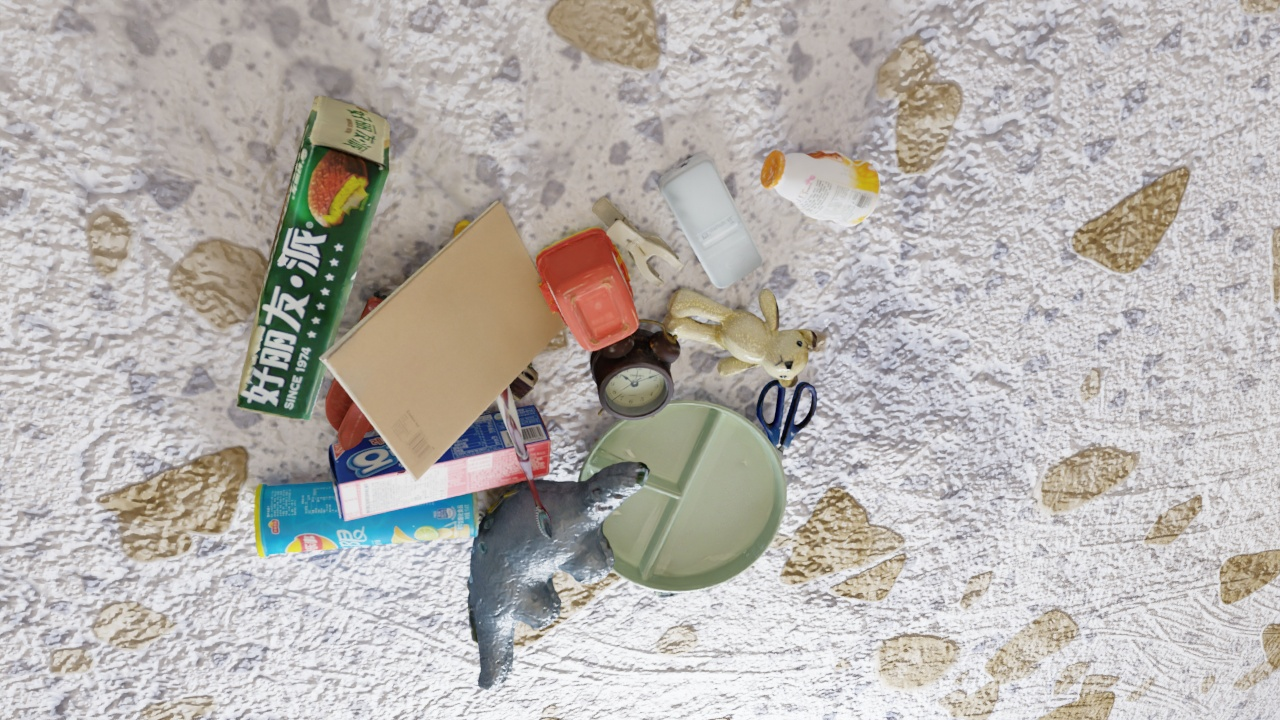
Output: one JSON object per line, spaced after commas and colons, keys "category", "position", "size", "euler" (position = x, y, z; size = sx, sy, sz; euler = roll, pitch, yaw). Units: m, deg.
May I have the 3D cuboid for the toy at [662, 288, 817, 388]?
{"category": "toy", "position": [0.097, -0.025, 0.916], "size": [0.157, 0.066, 0.105], "euler": [20, 110, -9]}

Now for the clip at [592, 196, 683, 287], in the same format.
{"category": "clip", "position": [-0.002, -0.107, 0.845], "size": [0.035, 0.070, 0.100], "euler": [-40, 129, 12]}

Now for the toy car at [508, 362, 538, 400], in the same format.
{"category": "toy car", "position": [-0.139, 0.003, 0.883], "size": [0.042, 0.035, 0.090], "euler": [-42, 122, 10]}

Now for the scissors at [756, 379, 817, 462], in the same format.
{"category": "scissors", "position": [0.143, 0.100, 1.016], "size": [0.126, 0.012, 0.173], "euler": [34, 91, -28]}

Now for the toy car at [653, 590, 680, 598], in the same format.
{"category": "toy car", "position": [0.032, 0.245, 1.097], "size": [0.043, 0.034, 0.091], "euler": [-11, 123, -6]}

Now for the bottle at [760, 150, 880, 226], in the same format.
{"category": "bottle", "position": [0.165, -0.163, 0.843], "size": [0.108, 0.063, 0.063], "euler": [10, 119, -23]}

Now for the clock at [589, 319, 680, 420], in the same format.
{"category": "clock", "position": [-0.005, 0.005, 0.904], "size": [0.082, 0.055, 0.122], "euler": [4, 129, -12]}

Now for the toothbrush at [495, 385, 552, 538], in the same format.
{"category": "toothbrush", "position": [-0.114, 0.085, 0.874], "size": [0.016, 0.017, 0.187], "euler": [-18, 103, -11]}

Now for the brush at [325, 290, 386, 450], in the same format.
{"category": "brush", "position": [-0.244, 0.014, 0.837], "size": [0.063, 0.069, 0.146], "euler": [21, 115, -26]}

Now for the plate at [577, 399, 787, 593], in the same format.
{"category": "plate", "position": [0.044, 0.147, 1.000], "size": [0.230, 0.027, 0.230], "euler": [-1, 109, -2]}

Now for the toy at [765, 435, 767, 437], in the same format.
{"category": "toy", "position": [0.089, 0.159, 1.048], "size": [0.156, 0.049, 0.161], "euler": [-19, 118, -3]}

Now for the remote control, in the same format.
{"category": "remote control", "position": [0.067, -0.129, 0.863], "size": [0.056, 0.020, 0.136], "euler": [-32, 126, 4]}

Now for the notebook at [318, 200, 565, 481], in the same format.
{"category": "notebook", "position": [-0.160, -0.017, 0.801], "size": [0.211, 0.012, 0.149], "euler": [-49, 133, -28]}

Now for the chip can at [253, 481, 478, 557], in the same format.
{"category": "chip can", "position": [-0.272, 0.152, 0.922], "size": [0.210, 0.071, 0.071], "euler": [-2, 123, -16]}

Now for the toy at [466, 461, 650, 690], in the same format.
{"category": "toy", "position": [-0.110, 0.203, 0.966], "size": [0.091, 0.138, 0.357], "euler": [-10, 142, -55]}

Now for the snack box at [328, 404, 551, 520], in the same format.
{"category": "snack box", "position": [-0.194, 0.097, 0.895], "size": [0.207, 0.057, 0.058], "euler": [-11, 135, -21]}

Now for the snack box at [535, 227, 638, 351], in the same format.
{"category": "snack box", "position": [-0.046, -0.061, 0.839], "size": [0.082, 0.080, 0.091], "euler": [-24, 127, 1]}

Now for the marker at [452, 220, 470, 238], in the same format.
{"category": "marker", "position": [-0.172, -0.070, 0.836], "size": [0.018, 0.015, 0.124], "euler": [11, 121, -18]}

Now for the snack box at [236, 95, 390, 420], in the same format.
{"category": "snack box", "position": [-0.265, -0.079, 0.740], "size": [0.063, 0.114, 0.241], "euler": [15, 117, -23]}
